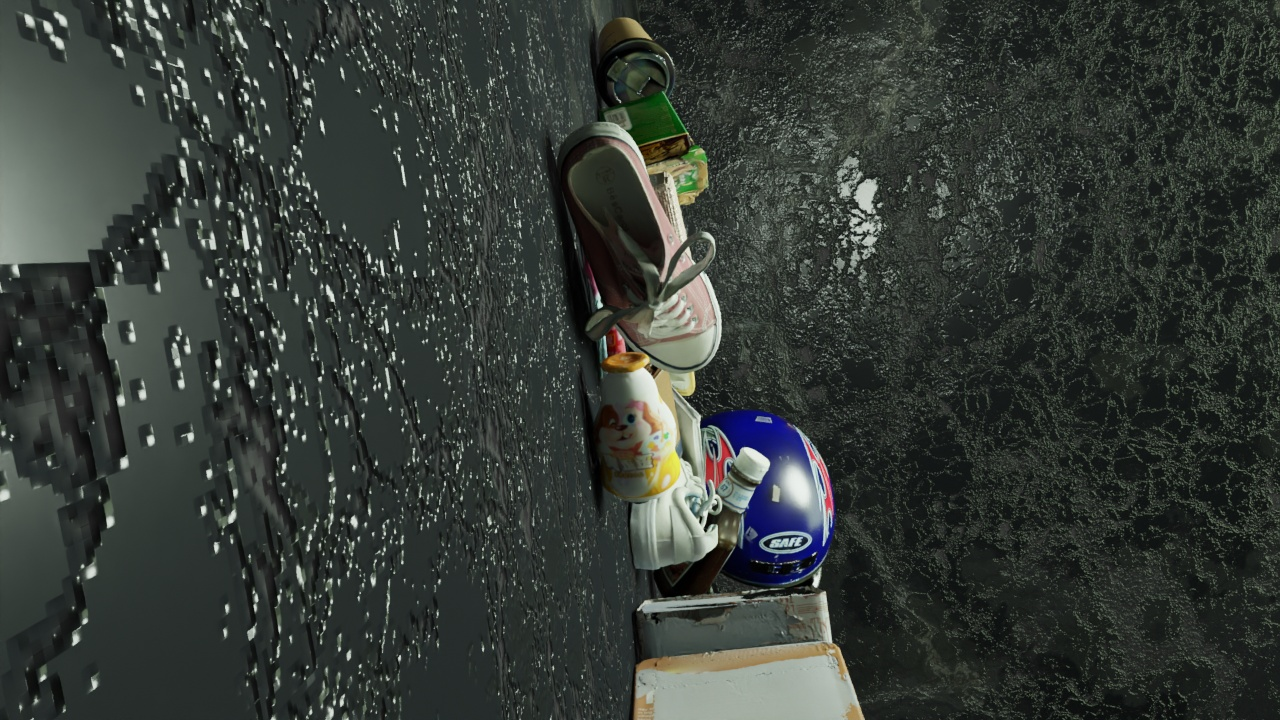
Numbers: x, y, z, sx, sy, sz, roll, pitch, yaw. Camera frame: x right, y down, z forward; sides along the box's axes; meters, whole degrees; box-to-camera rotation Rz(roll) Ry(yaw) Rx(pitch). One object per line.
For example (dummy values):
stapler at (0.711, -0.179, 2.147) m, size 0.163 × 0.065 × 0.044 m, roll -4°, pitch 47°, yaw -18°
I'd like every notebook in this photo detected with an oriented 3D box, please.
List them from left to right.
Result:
notebook at (0.036, 0.092, 1.093) m, size 0.150 × 0.012 × 0.209 m, roll 50°, pitch -21°, yaw 42°

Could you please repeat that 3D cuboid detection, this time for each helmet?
helmet at (0.154, 0.220, 1.274) m, size 0.241 × 0.247 × 0.315 m, roll 112°, pitch -29°, yaw -59°

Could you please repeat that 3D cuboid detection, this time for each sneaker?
sneaker at (0.004, -0.063, 0.700) m, size 0.087 × 0.118 × 0.241 m, roll -101°, pitch 169°, yaw -47°
sneaker at (0.040, 0.139, 0.975) m, size 0.242 × 0.091 × 0.089 m, roll -85°, pitch 169°, yaw -72°

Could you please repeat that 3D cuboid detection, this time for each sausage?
sausage at (-0.026, -0.031, 0.842) m, size 0.020 × 0.020 × 0.156 m, roll -84°, pitch 167°, yaw -71°

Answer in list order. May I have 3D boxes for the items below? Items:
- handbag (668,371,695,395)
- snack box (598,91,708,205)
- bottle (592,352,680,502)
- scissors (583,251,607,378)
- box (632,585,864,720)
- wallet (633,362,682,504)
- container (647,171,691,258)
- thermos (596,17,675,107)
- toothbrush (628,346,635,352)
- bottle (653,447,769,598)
handbag at (0.016, -0.030, 1.222) m, size 0.179 × 0.063 × 0.163 m, roll 161°, pitch -78°, yaw -79°
snack box at (0.005, -0.240, 1.060) m, size 0.117 × 0.118 × 0.105 m, roll 72°, pitch 0°, yaw -72°
bottle at (-0.005, 0.049, 0.690) m, size 0.063 × 0.063 × 0.108 m, roll -84°, pitch 166°, yaw -71°
scissors at (-0.037, -0.049, 0.767) m, size 0.073 × 0.017 × 0.137 m, roll -14°, pitch 102°, yaw -81°
box at (0.085, 0.266, 0.797) m, size 0.259 × 0.179 × 0.110 m, roll 60°, pitch 24°, yaw -80°
wallet at (0.007, 0.068, 0.873) m, size 0.090 × 0.033 × 0.115 m, roll -50°, pitch 142°, yaw -41°
container at (0.003, -0.122, 0.911) m, size 0.090 × 0.090 × 0.111 m, roll -85°, pitch 165°, yaw -68°
thermos at (-0.013, -0.359, 1.102) m, size 0.143 × 0.093 × 0.093 m, roll -104°, pitch -177°, yaw -49°
toothbrush at (-0.006, 0.006, 0.990) m, size 0.212 × 0.027 × 0.026 m, roll -88°, pitch 163°, yaw -63°
bottle at (0.082, 0.187, 1.032) m, size 0.195 × 0.044 × 0.080 m, roll -61°, pitch -154°, yaw 14°
